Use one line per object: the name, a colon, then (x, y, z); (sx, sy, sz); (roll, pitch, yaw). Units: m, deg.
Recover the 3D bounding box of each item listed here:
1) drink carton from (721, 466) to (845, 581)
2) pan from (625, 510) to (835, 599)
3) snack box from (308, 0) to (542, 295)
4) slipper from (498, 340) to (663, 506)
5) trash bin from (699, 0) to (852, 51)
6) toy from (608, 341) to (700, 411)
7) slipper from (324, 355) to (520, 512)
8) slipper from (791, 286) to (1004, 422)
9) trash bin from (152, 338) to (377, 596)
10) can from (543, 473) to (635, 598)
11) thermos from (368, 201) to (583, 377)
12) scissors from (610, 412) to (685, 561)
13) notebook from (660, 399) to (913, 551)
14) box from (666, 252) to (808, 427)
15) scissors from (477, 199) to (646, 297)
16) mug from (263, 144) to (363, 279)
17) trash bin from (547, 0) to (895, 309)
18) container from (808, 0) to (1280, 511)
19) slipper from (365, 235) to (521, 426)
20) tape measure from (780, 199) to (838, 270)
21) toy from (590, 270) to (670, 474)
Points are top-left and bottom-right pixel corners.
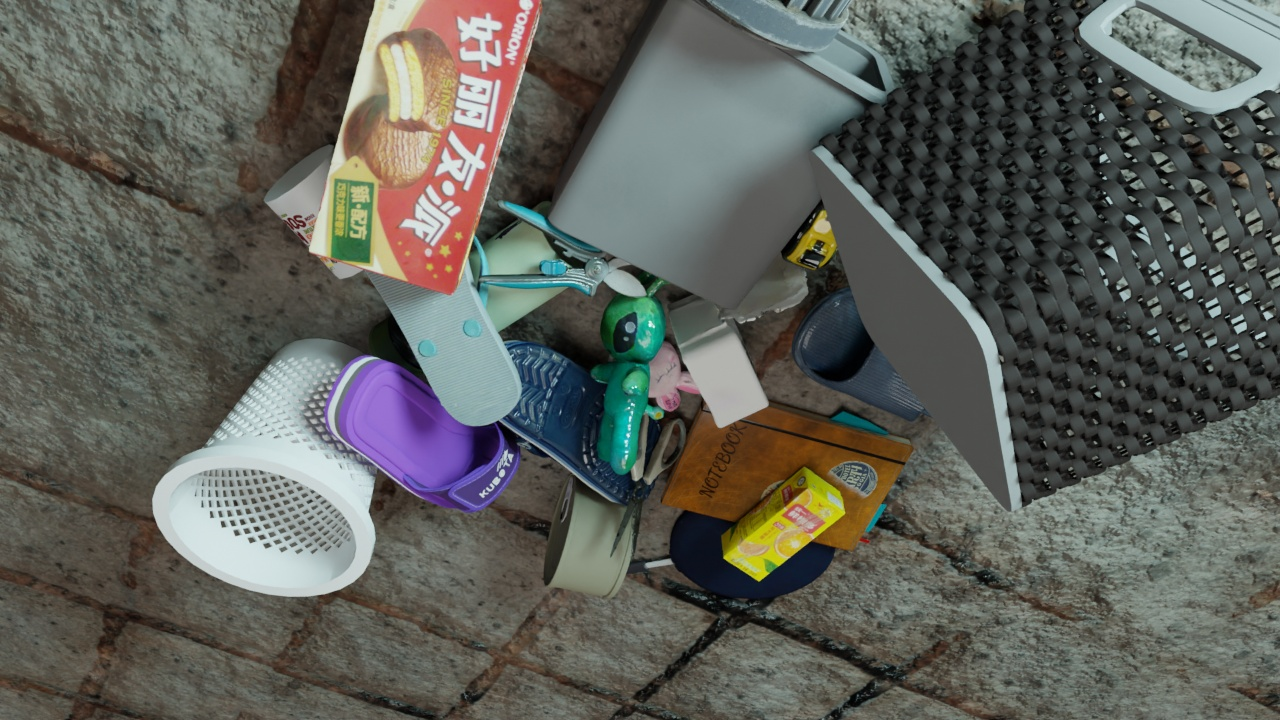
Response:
drink carton: (0.155, 0.181, 1.007); (0.058, 0.042, 0.135); (36, 116, -19)
pan: (0.061, 0.244, 1.126); (0.357, 0.021, 0.199); (-13, 128, 15)
snack box: (-0.162, -0.178, 0.698); (0.113, 0.060, 0.236); (17, 101, -11)
slipper: (-0.073, 0.057, 0.936); (0.095, 0.105, 0.252); (4, 152, 46)
trash bin: (0.123, -0.323, 0.562); (0.164, 0.163, 0.228); (24, 131, -15)
toy: (0.019, 0.015, 0.920); (0.064, 0.047, 0.110); (-40, 131, 22)
slipper: (-0.182, 0.084, 0.886); (0.084, 0.107, 0.266); (16, 163, 28)
slipper: (0.258, 0.009, 0.837); (0.263, 0.082, 0.101); (19, 102, -30)
trash bin: (-0.337, 0.092, 0.908); (0.195, 0.199, 0.196); (2, 130, 2)
can: (-0.056, 0.196, 1.023); (0.073, 0.127, 0.128); (15, 129, -11)
thermos: (-0.153, -0.053, 0.854); (0.232, 0.082, 0.082); (-30, 122, 25)
scissors: (0.000, 0.114, 0.936); (0.013, 0.157, 0.162); (9, 130, 41)
notebook: (0.168, 0.119, 1.003); (0.249, 0.014, 0.179); (15, 121, -9)
box: (0.102, -0.033, 0.843); (0.137, 0.108, 0.128); (-24, 123, 5)
scissors: (-0.067, -0.087, 0.763); (0.156, 0.019, 0.124); (-25, 111, -8)
mug: (-0.255, -0.138, 0.801); (0.105, 0.073, 0.089); (-38, 122, -1)
trash bin: (0.057, -0.174, 0.728); (0.191, 0.097, 0.220); (24, 129, -15)
container: (0.293, -0.079, 0.629); (0.244, 0.247, 0.246); (-29, 136, 3)
slipper: (-0.179, -0.071, 0.784); (0.098, 0.054, 0.269); (-18, 100, 6)
tape measure: (0.149, -0.114, 0.786); (0.042, 0.071, 0.072); (15, 122, -12)
toy: (-0.005, 0.005, 0.841); (0.072, 0.131, 0.193); (7, 97, -20)
